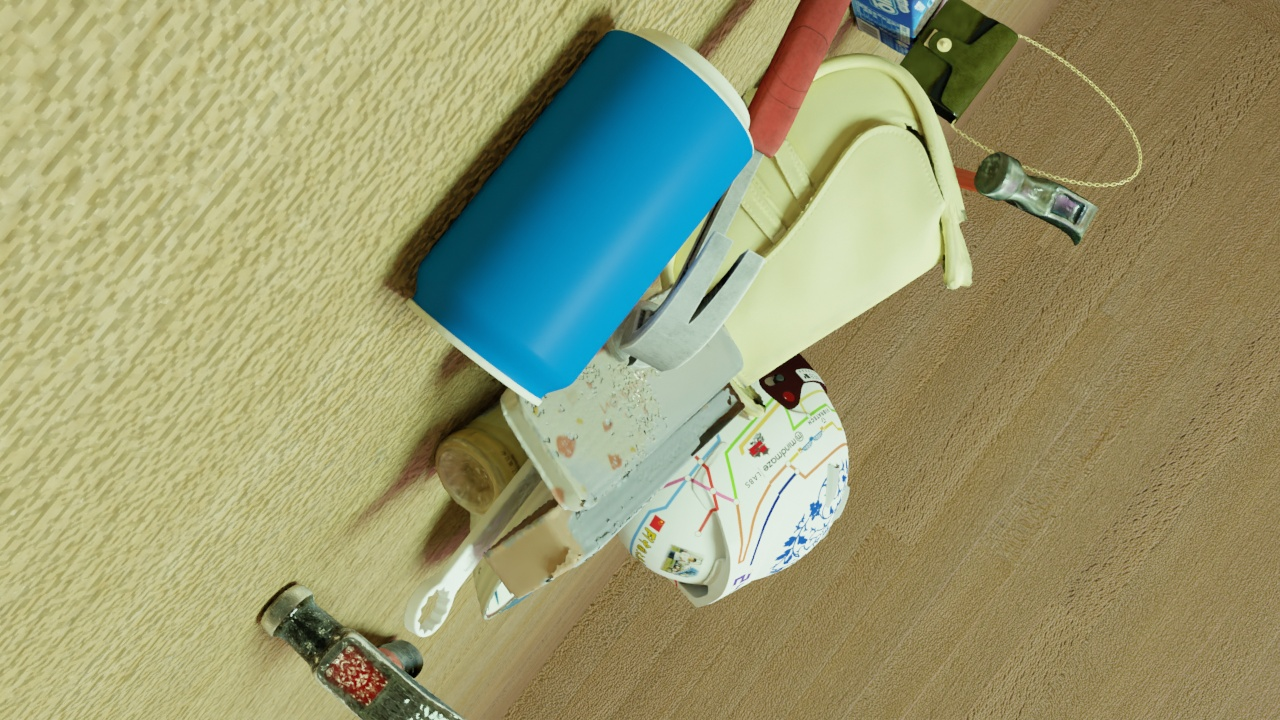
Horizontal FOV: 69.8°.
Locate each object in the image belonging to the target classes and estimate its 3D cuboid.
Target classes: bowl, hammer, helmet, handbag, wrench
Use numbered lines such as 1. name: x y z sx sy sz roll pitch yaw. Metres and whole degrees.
1. bowl: -0.083 0.103 0.693 0.177 0.071 0.177 -50 170 -13
2. hammer: -0.167 0.215 0.627 0.036 0.140 0.327 -49 177 -19
3. helmet: 0.105 0.105 0.977 0.313 0.236 0.232 -42 160 -37
4. handbag: 0.275 -0.183 0.655 0.084 0.178 0.027 -53 170 3
5. wrench: -0.051 0.049 0.549 0.272 0.009 0.047 -53 149 -36
6. hammer: 0.074 -0.141 0.468 0.315 0.036 0.126 -64 -169 -10
7. handbag: 0.114 -0.090 0.642 0.233 0.191 0.088 -34 176 9
8. hammer: 0.239 -0.162 0.769 0.033 0.133 0.333 -67 -154 14

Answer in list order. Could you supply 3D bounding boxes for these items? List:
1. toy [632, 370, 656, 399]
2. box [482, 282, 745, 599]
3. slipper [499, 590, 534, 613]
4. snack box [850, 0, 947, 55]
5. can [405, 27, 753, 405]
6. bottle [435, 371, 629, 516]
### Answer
1. toy: -0.005 0.005 0.794 0.095 0.041 0.109 -49 163 -21
2. box: -0.017 0.039 0.549 0.105 0.096 0.215 -43 176 35
3. slipper: -0.086 0.137 0.842 0.213 0.059 0.104 -62 -175 -37
4. snack box: 0.180 -0.266 0.631 0.059 0.059 0.226 -58 168 14
5. can: -0.023 -0.060 0.379 0.146 0.079 0.079 -52 170 -3
6. bottle: -0.061 0.036 0.601 0.161 0.056 0.057 -41 165 -47
